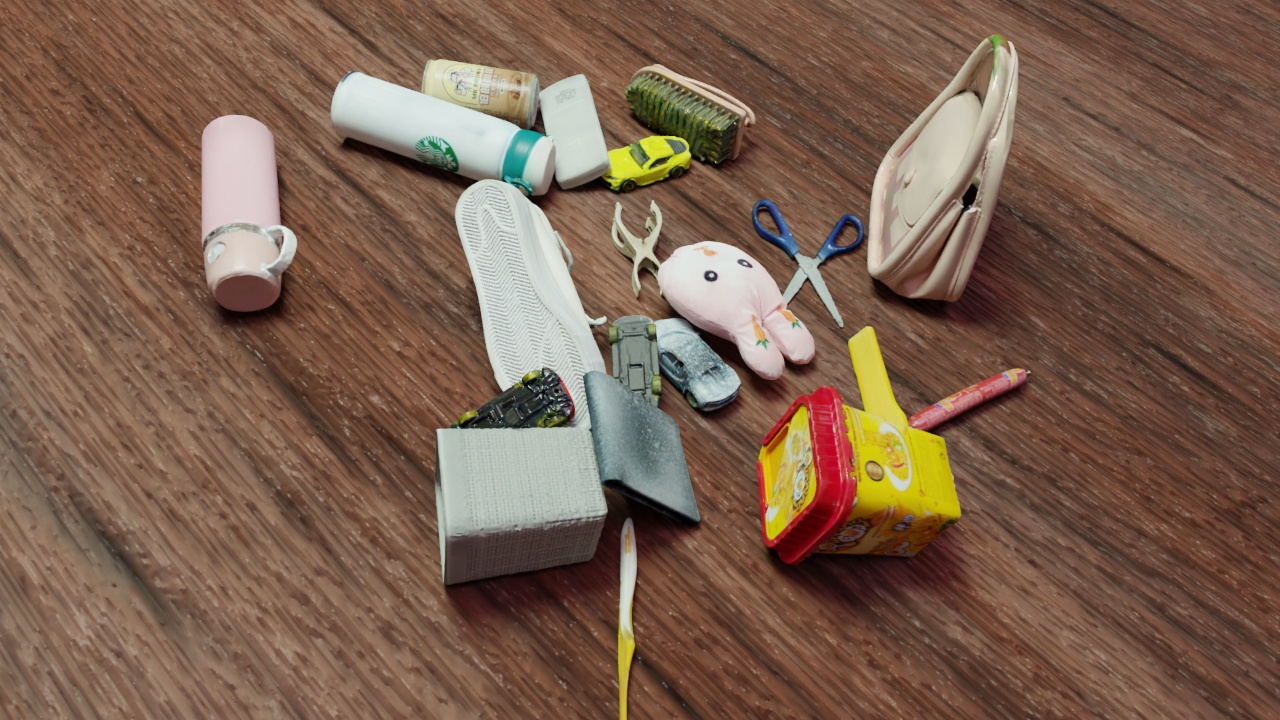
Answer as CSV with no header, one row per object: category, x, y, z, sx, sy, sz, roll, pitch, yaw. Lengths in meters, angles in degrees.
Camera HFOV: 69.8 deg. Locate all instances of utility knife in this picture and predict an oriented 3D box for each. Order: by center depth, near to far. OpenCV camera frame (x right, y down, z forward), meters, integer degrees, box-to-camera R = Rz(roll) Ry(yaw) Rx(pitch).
utility knife,0.213,0.033,0.814,0.033,0.015,0.153,-18,51,17

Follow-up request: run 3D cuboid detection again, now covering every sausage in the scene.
sausage,0.295,0.035,0.827,0.155,0.020,0.020,-21,59,-23

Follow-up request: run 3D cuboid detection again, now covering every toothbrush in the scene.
toothbrush,-0.006,0.199,0.657,0.018,0.016,0.191,11,51,-14

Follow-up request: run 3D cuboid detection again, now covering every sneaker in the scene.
sneaker,-0.084,-0.039,0.795,0.090,0.090,0.242,-27,74,17

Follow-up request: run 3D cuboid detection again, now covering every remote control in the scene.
remote control,-0.071,-0.243,0.972,0.058,0.021,0.149,-21,54,10

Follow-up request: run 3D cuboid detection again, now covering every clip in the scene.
clip,-0.013,-0.108,0.882,0.084,0.035,0.104,11,60,-4

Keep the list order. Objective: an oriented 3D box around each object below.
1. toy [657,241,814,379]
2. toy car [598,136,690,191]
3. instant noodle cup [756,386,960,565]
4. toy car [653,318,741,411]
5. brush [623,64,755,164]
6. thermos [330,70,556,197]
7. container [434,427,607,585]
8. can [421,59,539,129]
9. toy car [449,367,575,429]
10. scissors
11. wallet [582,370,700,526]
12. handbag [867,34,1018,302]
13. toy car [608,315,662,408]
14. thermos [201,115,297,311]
toy,0.089,-0.051,0.836,0.121,0.054,0.159,-25,64,-43
toy car,0.004,-0.211,0.962,0.105,0.032,0.048,-21,59,-21
instant noodle cup,0.168,0.096,0.709,0.123,0.116,0.115,12,51,-14
toy car,0.043,-0.001,0.807,0.048,0.031,0.105,-27,60,-29
brush,0.051,-0.277,1.002,0.146,0.063,0.072,34,59,19
thermos,-0.193,-0.222,0.919,0.224,0.073,0.073,20,52,6
container,-0.090,0.103,0.672,0.114,0.090,0.090,-3,54,-15
can,-0.168,-0.282,0.972,0.116,0.059,0.058,8,52,-3
toy car,-0.103,0.049,0.728,0.106,0.031,0.049,-32,74,5
scissors,0.167,-0.105,0.920,0.162,0.012,0.175,-28,64,-26
wallet,0.002,0.070,0.709,0.019,0.120,0.097,-30,51,24
handbag,0.296,-0.190,0.862,0.093,0.235,0.192,15,52,1
toy car,-0.005,0.005,0.783,0.042,0.035,0.090,-3,67,-2
thermos,-0.350,-0.138,0.821,0.087,0.067,0.198,-31,53,14
